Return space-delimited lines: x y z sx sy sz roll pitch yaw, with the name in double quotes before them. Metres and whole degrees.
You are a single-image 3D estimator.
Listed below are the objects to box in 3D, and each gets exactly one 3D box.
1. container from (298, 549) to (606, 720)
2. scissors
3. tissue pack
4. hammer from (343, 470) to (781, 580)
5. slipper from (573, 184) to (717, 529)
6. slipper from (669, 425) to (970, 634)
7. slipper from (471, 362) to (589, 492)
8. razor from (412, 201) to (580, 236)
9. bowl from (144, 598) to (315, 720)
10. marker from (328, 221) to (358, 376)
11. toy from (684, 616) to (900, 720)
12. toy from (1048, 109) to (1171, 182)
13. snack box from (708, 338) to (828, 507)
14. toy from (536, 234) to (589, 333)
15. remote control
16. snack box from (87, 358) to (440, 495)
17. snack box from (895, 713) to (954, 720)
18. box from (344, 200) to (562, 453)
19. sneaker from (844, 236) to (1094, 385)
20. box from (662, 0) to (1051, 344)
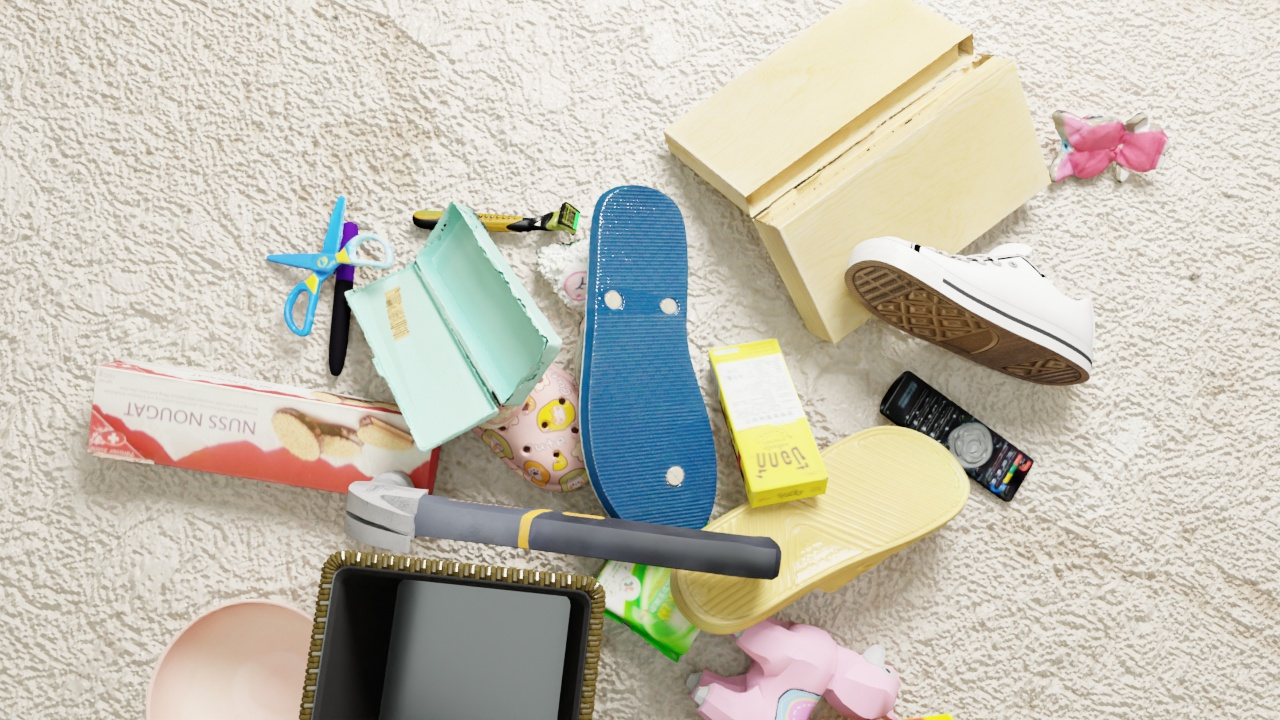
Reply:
"container" -0.131 0.298 0.645 0.176 0.205 0.320 7 82 -3
"scissors" -0.263 -0.080 0.768 0.127 0.013 0.125 6 79 15
"tissue pack" 0.020 0.175 0.759 0.099 0.034 0.114 32 84 0
"hammer" -0.056 0.123 0.663 0.312 0.139 0.035 7 91 -2
"slipper" -0.004 0.004 0.749 0.118 0.060 0.294 0 83 -28
"slipper" 0.140 0.137 0.744 0.263 0.078 0.099 -25 70 -17
"slipper" -0.109 0.024 0.748 0.197 0.081 0.093 39 81 4
"razor" -0.125 -0.121 0.793 0.144 0.044 0.021 2 123 1
"bowl" -0.289 0.257 0.708 0.153 0.076 0.153 1 83 -4
"marker" -0.255 -0.053 0.782 0.018 0.015 0.134 2 82 9
"toy" 0.125 0.264 0.737 0.157 0.067 0.123 29 84 -5
"toy" 0.418 -0.194 0.828 0.102 0.050 0.065 3 116 4
"snack box" 0.100 0.047 0.745 0.061 0.026 0.148 -10 49 -4
"toy" -0.029 -0.064 0.786 0.095 0.041 0.109 -26 91 -8
"remote control" 0.273 0.066 0.795 0.140 0.021 0.045 35 83 -3
"snack box" -0.300 0.059 0.742 0.273 0.044 0.077 10 97 -2
"snack box" 0.149 0.328 0.708 0.200 0.042 0.092 -3 120 -10
"box" -0.150 -0.028 0.725 0.138 0.055 0.187 -41 54 9
"sneaker" 0.283 -0.062 0.757 0.245 0.091 0.097 20 76 -19
"box" 0.189 -0.182 0.787 0.247 0.119 0.252 -36 80 -8
